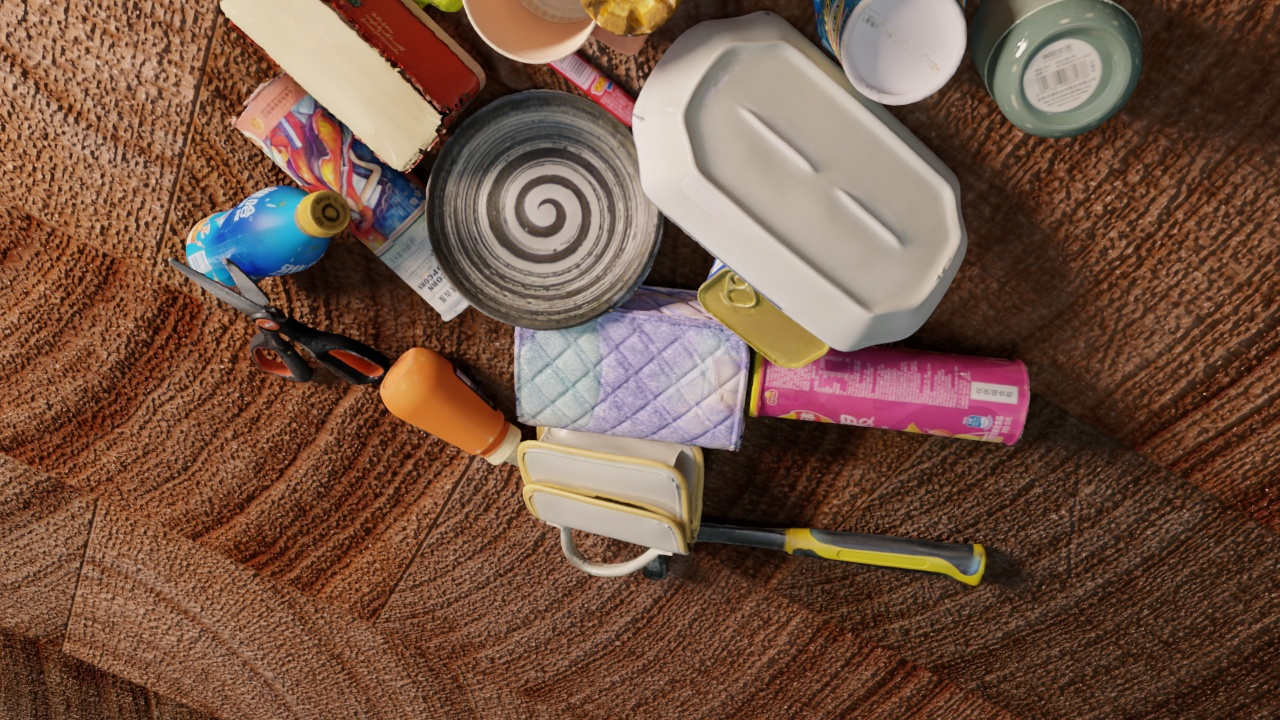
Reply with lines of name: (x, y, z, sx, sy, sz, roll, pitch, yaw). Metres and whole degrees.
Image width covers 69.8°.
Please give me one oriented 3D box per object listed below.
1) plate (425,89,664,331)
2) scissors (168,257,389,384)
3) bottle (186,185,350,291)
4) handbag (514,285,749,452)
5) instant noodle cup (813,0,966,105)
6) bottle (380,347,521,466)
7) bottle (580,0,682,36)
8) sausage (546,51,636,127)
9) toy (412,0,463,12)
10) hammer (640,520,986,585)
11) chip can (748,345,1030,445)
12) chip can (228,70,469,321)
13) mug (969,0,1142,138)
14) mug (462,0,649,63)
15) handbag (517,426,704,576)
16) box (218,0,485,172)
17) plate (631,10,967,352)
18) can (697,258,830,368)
plate: (-0.071, -0.111, 0.695, 0.179, 0.024, 0.179, 0, 96, 1)
scissors: (-0.310, -0.024, 0.768, 0.198, 0.021, 0.226, -15, 150, 39)
bottle: (-0.280, -0.096, 0.695, 0.219, 0.065, 0.065, -5, 128, 48)
handbag: (-0.004, 0.004, 0.761, 0.194, 0.075, 0.134, 8, 120, 7)
instant noodle cup: (0.157, -0.208, 0.565, 0.099, 0.109, 0.099, 5, 125, 6)
bottle: (-0.161, 0.051, 0.834, 0.067, 0.066, 0.149, -36, 119, 29)
bottle: (0.007, -0.238, 0.532, 0.057, 0.174, 0.058, 5, 124, 7)
sausage: (-0.055, -0.214, 0.655, 0.156, 0.020, 0.020, 35, 123, -13)
toy: (-0.159, -0.285, 0.618, 0.097, 0.031, 0.100, 1, 129, 10)
hammer: (0.160, 0.173, 0.873, 0.323, 0.031, 0.126, 5, 126, 7)
chip can: (0.195, 0.022, 0.739, 0.210, 0.071, 0.071, 7, 125, 5)
chip can: (-0.206, -0.128, 0.710, 0.071, 0.071, 0.214, -35, 111, 28)
mug: (0.254, -0.201, 0.554, 0.082, 0.106, 0.112, 13, 125, 3)
mug: (-0.044, -0.237, 0.584, 0.114, 0.105, 0.082, 28, 124, -9)
handbag: (-0.028, 0.140, 0.845, 0.163, 0.063, 0.179, 10, 123, 19)
box: (-0.202, -0.213, 0.634, 0.168, 0.076, 0.092, 42, 140, -17)
plate: (0.120, -0.120, 0.621, 0.265, 0.034, 0.162, 38, 83, -15)
can: (0.102, -0.057, 0.688, 0.102, 0.083, 0.057, 37, 139, -15)
